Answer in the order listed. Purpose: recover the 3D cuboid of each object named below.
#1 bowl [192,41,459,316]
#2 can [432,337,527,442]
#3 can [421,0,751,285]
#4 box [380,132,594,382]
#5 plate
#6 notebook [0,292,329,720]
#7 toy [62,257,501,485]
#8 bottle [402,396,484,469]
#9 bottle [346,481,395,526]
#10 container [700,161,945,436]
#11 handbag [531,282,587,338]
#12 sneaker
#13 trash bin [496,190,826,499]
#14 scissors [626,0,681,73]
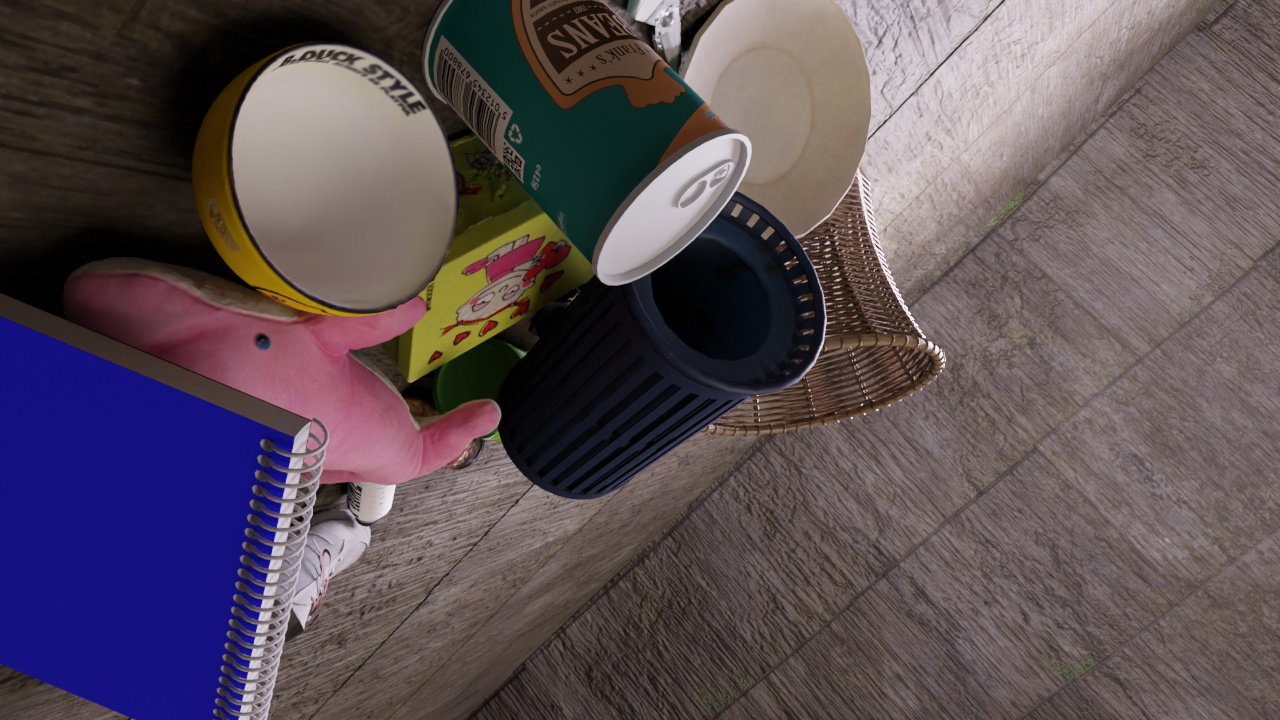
[{"bbox_3d":[-0.147,-0.077,0.414,0.068,0.117,0.117,-1,-166,37],"label":"bowl"},{"bbox_3d":[-0.117,0.031,0.811,0.083,0.083,0.144,-42,165,3],"label":"can"},{"bbox_3d":[-0.029,-0.124,0.470,0.099,0.144,0.099,-38,165,-12],"label":"can"},{"bbox_3d":[-0.074,-0.090,0.588,0.220,0.079,0.125,-30,162,-32],"label":"box"},{"bbox_3d":[0.096,-0.181,0.682,0.188,0.027,0.189,-11,111,-31],"label":"plate"},{"bbox_3d":[-0.239,0.083,0.415,0.022,0.171,0.210,-68,180,-61],"label":"notebook"},{"bbox_3d":[-0.190,0.039,0.491,0.187,0.127,0.265,-16,155,15],"label":"toy"},{"bbox_3d":[-0.181,0.066,0.802,0.056,0.056,0.105,-42,165,3],"label":"bottle"},{"bbox_3d":[-0.242,0.117,0.825,0.041,0.041,0.116,-31,162,-34],"label":"bottle"},{"bbox_3d":[0.130,-0.060,0.815,0.227,0.196,0.227,-8,160,-3],"label":"container"},{"bbox_3d":[-0.051,-0.038,0.865,0.079,0.054,0.128,-54,161,5],"label":"handbag"},{"bbox_3d":[-0.311,0.201,0.797,0.099,0.089,0.235,-48,164,23],"label":"sneaker"},{"bbox_3d":[-0.004,0.004,0.635,0.139,0.139,0.250,-30,173,-36],"label":"trash bin"},{"bbox_3d":[0.017,-0.227,0.547,0.140,0.015,0.188,-50,165,26],"label":"scissors"}]
